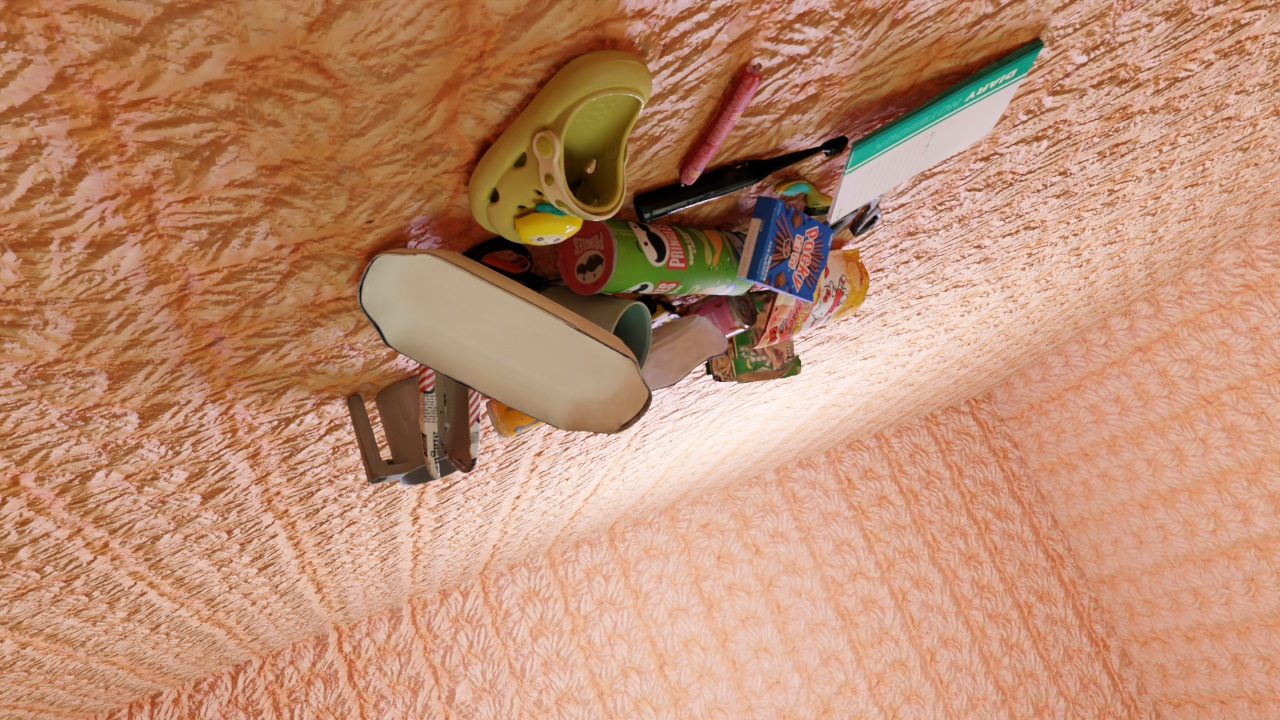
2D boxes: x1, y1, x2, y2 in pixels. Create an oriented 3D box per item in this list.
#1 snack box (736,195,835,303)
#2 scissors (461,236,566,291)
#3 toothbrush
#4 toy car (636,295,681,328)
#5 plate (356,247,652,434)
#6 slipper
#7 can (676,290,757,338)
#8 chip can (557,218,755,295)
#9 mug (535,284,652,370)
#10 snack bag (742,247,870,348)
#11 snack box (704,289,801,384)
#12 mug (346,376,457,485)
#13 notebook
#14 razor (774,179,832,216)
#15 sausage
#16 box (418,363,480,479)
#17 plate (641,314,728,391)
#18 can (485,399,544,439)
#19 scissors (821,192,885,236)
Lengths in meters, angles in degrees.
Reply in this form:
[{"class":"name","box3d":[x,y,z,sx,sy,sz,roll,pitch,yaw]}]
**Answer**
[{"class":"snack box","box3d":[0.156,-0.113,0.964,0.026,0.084,0.157,18,-175,33]},{"class":"scissors","box3d":[-0.115,-0.070,0.884,0.220,0.021,0.224,-19,163,-10]},{"class":"toothbrush","box3d":[0.095,-0.169,0.841,0.212,0.026,0.027,-20,151,-11]},{"class":"toy car","box3d":[-0.027,-0.031,1.095,0.156,0.041,0.071,-23,164,5]},{"class":"plate","box3d":[-0.112,-0.019,0.789,0.265,0.034,0.162,27,144,-11]},{"class":"slipper","box3d":[-0.054,-0.136,0.656,0.091,0.081,0.191,-5,154,-40]},{"class":"can","box3d":[0.069,-0.041,1.127,0.148,0.058,0.057,-24,166,36]},{"class":"chip can","box3d":[0.027,-0.099,0.895,0.072,0.072,0.235,-35,160,37]},{"class":"mug","box3d":[-0.060,-0.026,0.860,0.106,0.082,0.111,14,-174,26]},{"class":"snack bag","box3d":[0.207,-0.082,1.127,0.207,0.073,0.129,-18,137,-52]},{"class":"snack box","box3d":[0.139,-0.024,1.218,0.117,0.118,0.106,-7,173,-5]},{"class":"mug","box3d":[-0.261,0.080,1.026,0.123,0.103,0.084,-3,155,-47]},{"class":"notebook","box3d":[0.281,-0.220,0.896,0.209,0.012,0.150,-30,164,-7]},{"class":"razor","box3d":[0.164,-0.168,0.932,0.043,0.028,0.132,6,-177,31]},{"class":"sausage","box3d":[0.063,-0.188,0.749,0.020,0.020,0.156,-15,162,-26]},{"class":"box","box3d":[-0.211,0.045,0.938,0.079,0.074,0.164,-16,124,-32]},{"class":"plate","box3d":[-0.006,0.006,0.984,0.205,0.045,0.204,-24,-172,3]},{"class":"can","box3d":[-0.124,0.051,1.197,0.146,0.058,0.058,-22,164,-1]},{"class":"scissors","box3d":[0.267,-0.184,1.047,0.172,0.014,0.159,-27,163,11]}]
